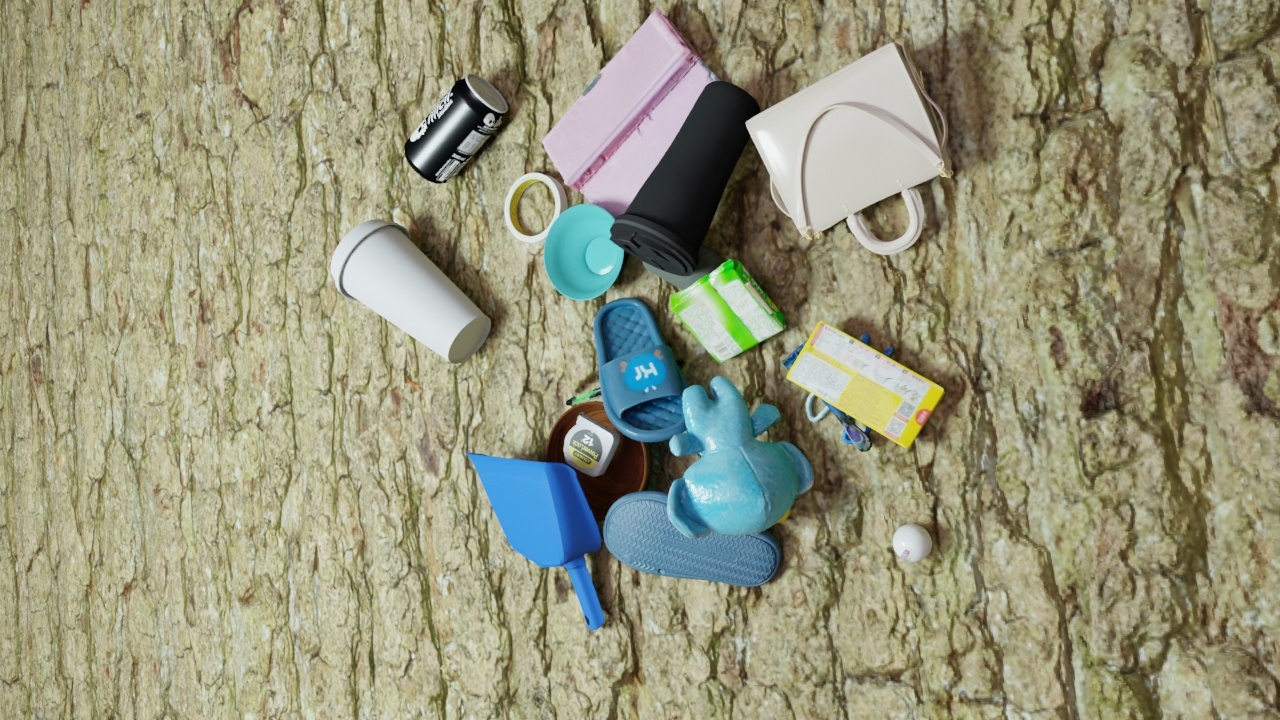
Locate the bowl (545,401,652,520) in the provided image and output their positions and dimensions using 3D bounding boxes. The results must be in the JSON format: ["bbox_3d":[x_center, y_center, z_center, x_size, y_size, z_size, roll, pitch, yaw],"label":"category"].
[{"bbox_3d":[-0.040,0.123,1.157,0.147,0.068,0.147,0,91,30],"label":"bowl"}]

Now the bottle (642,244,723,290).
[{"bbox_3d":[0.058,-0.114,1.102,0.108,0.060,0.060,32,106,26],"label":"bottle"}]

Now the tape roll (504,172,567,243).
[{"bbox_3d":[-0.142,-0.206,1.242,0.094,0.019,0.094,0,90,30],"label":"tape roll"}]

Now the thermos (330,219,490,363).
[{"bbox_3d":[-0.319,-0.093,1.295,0.222,0.131,0.132,38,109,17],"label":"thermos"}]

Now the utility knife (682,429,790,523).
[{"bbox_3d":[0.105,0.127,1.101,0.186,0.020,0.029,41,88,25],"label":"utility knife"}]

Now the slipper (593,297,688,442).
[{"bbox_3d":[-0.007,0.006,1.106,0.104,0.059,0.213,-20,57,-1],"label":"slipper"}]

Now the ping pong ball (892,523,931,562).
[{"bbox_3d":[0.290,0.195,0.980,0.040,0.040,0.040,0,91,30],"label":"ping pong ball"}]

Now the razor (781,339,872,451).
[{"bbox_3d":[0.212,0.043,1.024,0.044,0.018,0.141,-44,69,24],"label":"razor"}]

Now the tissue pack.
[{"bbox_3d":[0.103,-0.055,1.058,0.100,0.034,0.114,-28,119,28],"label":"tissue pack"}]

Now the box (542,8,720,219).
[{"bbox_3d":[-0.007,-0.295,1.147,0.233,0.050,0.180,-44,71,23],"label":"box"}]

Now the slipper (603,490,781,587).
[{"bbox_3d":[0.062,0.207,1.088,0.214,0.059,0.104,11,109,8],"label":"slipper"}]

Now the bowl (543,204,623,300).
[{"bbox_3d":[-0.062,-0.137,1.180,0.121,0.046,0.121,0,91,30],"label":"bowl"}]

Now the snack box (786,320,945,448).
[{"bbox_3d":[0.242,0.025,0.994,0.152,0.025,0.075,32,92,18],"label":"snack box"}]

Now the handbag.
[{"bbox_3d":[0.236,-0.207,0.987,0.195,0.101,0.198,-23,91,29],"label":"handbag"}]

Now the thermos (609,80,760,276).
[{"bbox_3d":[0.057,-0.206,1.042,0.106,0.106,0.218,23,80,28],"label":"thermos"}]

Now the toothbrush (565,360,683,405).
[{"bbox_3d":[-0.023,0.030,1.182,0.188,0.017,0.014,-20,76,32],"label":"toothbrush"}]

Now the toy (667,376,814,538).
[{"bbox_3d":[0.097,0.112,1.041,0.115,0.183,0.180,125,124,-70],"label":"toy"}]

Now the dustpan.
[{"bbox_3d":[-0.114,0.232,1.168,0.246,0.059,0.257,-5,105,58],"label":"dustpan"}]

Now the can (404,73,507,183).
[{"bbox_3d":[-0.257,-0.320,1.273,0.146,0.080,0.080,-41,71,24],"label":"can"}]

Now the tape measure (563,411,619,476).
[{"bbox_3d":[-0.062,0.103,1.118,0.064,0.016,0.065,28,104,26],"label":"tape measure"}]

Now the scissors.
[{"bbox_3d":[0.231,0.025,1.031,0.097,0.020,0.133,16,100,26],"label":"scissors"}]
